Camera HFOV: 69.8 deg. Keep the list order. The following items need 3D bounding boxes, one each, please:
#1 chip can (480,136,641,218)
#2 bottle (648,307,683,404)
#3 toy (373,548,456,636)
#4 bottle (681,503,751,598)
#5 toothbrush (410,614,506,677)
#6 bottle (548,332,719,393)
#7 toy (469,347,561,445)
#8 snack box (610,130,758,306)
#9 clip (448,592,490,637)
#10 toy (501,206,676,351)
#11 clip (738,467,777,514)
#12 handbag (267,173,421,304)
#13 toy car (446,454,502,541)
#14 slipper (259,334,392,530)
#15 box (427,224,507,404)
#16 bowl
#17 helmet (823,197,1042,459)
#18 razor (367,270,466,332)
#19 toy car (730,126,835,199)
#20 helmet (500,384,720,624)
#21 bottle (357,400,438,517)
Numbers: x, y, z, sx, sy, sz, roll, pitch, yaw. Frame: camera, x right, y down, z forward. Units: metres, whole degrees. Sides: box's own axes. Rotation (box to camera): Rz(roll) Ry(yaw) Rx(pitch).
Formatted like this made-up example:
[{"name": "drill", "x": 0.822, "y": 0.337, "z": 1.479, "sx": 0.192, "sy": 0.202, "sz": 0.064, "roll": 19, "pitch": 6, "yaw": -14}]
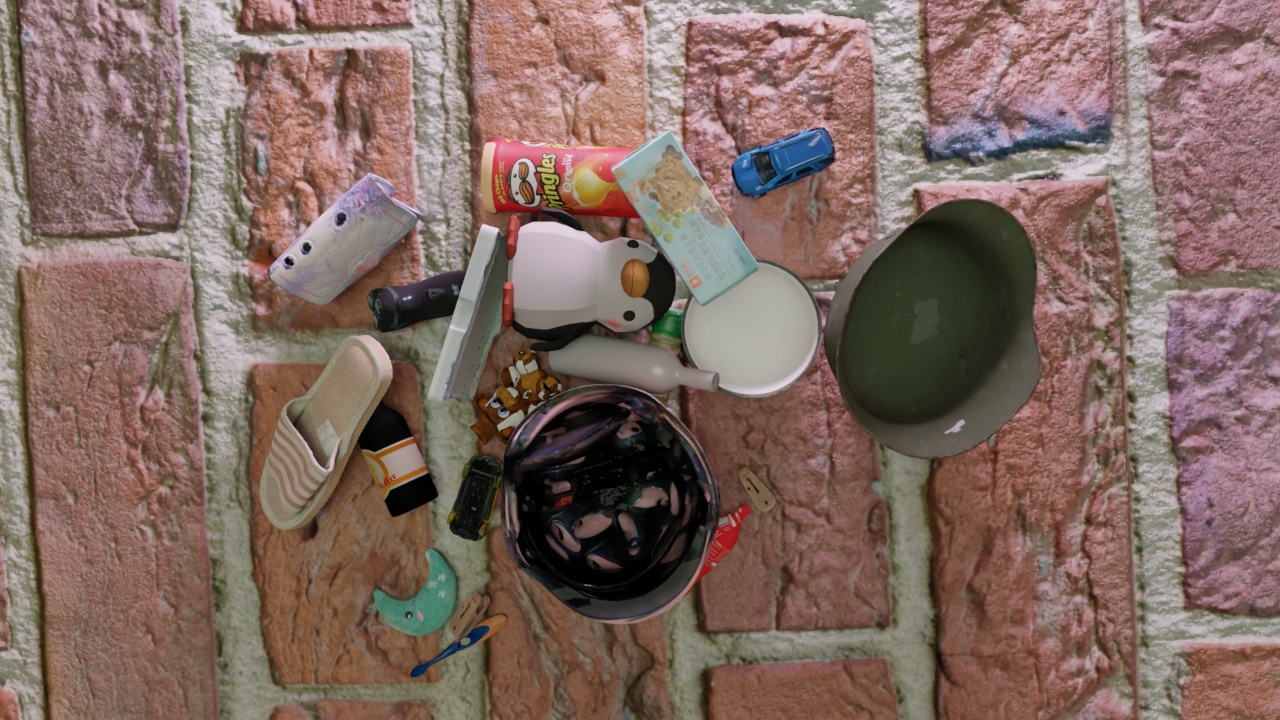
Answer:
[{"name": "chip can", "x": -0.066, "y": -0.203, "z": 1.036, "sx": 0.213, "sy": 0.087, "sz": 0.087, "roll": 4, "pitch": 92, "yaw": 3}, {"name": "bottle", "x": 0.025, "y": -0.006, "z": 1.055, "sx": 0.043, "sy": 0.043, "sz": 0.111, "roll": 13, "pitch": 93, "yaw": 4}, {"name": "toy", "x": -0.263, "y": 0.284, "z": 1.092, "sx": 0.105, "sy": 0.033, "sz": 0.085, "roll": -36, "pitch": 78, "yaw": 5}, {"name": "bottle", "x": 0.074, "y": 0.219, "z": 1.057, "sx": 0.042, "sy": 0.042, "sz": 0.141, "roll": 44, "pitch": 94, "yaw": 2}, {"name": "toothbrush", "x": -0.217, "y": 0.341, "z": 1.098, "sx": 0.135, "sy": 0.017, "sz": 0.021, "roll": -32, "pitch": 93, "yaw": 2}, {"name": "bottle", "x": -0.006, "y": 0.006, "z": 1.017, "sx": 0.195, "sy": 0.052, "sz": 0.052, "roll": 11, "pitch": 92, "yaw": 27}, {"name": "toy", "x": -0.147, "y": 0.049, "z": 1.060, "sx": 0.112, "sy": 0.067, "sz": 0.087, "roll": -39, "pitch": 64, "yaw": -8}, {"name": "snack box", "x": 0.047, "y": -0.148, "z": 0.967, "sx": 0.075, "sy": 0.053, "sz": 0.174, "roll": -33, "pitch": 93, "yaw": 5}, {"name": "clip", "x": -0.204, "y": 0.300, "z": 1.084, "sx": 0.060, "sy": 0.050, "sz": 0.026, "roll": -28, "pitch": 50, "yaw": -23}, {"name": "toy", "x": -0.054, "y": -0.084, "z": 1.020, "sx": 0.184, "sy": 0.140, "sz": 0.159, "roll": 3, "pitch": 83, "yaw": -2}, {"name": "clip", "x": 0.133, "y": 0.147, "z": 1.054, "sx": 0.026, "sy": 0.061, "sz": 0.049, "roll": -33, "pitch": 116, "yaw": 4}, {"name": "handbag", "x": -0.331, "y": -0.134, "z": 1.037, "sx": 0.158, "sy": 0.126, "sz": 0.069, "roll": -41, "pitch": 91, "yaw": 3}, {"name": "toy car", "x": -0.193, "y": 0.161, "z": 1.082, "sx": 0.049, "sy": 0.030, "sz": 0.107, "roll": 19, "pitch": 95, "yaw": 5}, {"name": "slipper", "x": -0.370, "y": 0.086, "z": 1.048, "sx": 0.115, "sy": 0.052, "sz": 0.263, "roll": 44, "pitch": 109, "yaw": 26}, {"name": "box", "x": -0.186, "y": -0.050, "z": 1.023, "sx": 0.044, "sy": 0.136, "sz": 0.197, "roll": 19, "pitch": 93, "yaw": 5}, {"name": "bowl", "x": 0.123, "y": -0.036, "z": 1.032, "sx": 0.153, "sy": 0.073, "sz": 0.153, "roll": 0, "pitch": 92, "yaw": 5}, {"name": "helmet", "x": 0.294, "y": -0.044, "z": 0.974, "sx": 0.227, "sy": 0.154, "sz": 0.268, "roll": 31, "pitch": 93, "yaw": -15}, {"name": "razor", "x": -0.246, "y": -0.073, "z": 1.063, "sx": 0.140, "sy": 0.063, "sz": 0.053, "roll": -15, "pitch": 92, "yaw": 1}, {"name": "toy car", "x": 0.162, "y": -0.227, "z": 1.038, "sx": 0.120, "sy": 0.043, "sz": 0.056, "roll": -21, "pitch": 90, "yaw": 5}, {"name": "helmet", "x": -0.033, "y": 0.150, "z": 1.009, "sx": 0.230, "sy": 0.152, "sz": 0.255, "roll": -23, "pitch": 91, "yaw": 2}, {"name": "bottle", "x": -0.300, "y": 0.089, "z": 1.074, "sx": 0.059, "sy": 0.059, "sz": 0.181, "roll": -24, "pitch": 89, "yaw": 4}]
